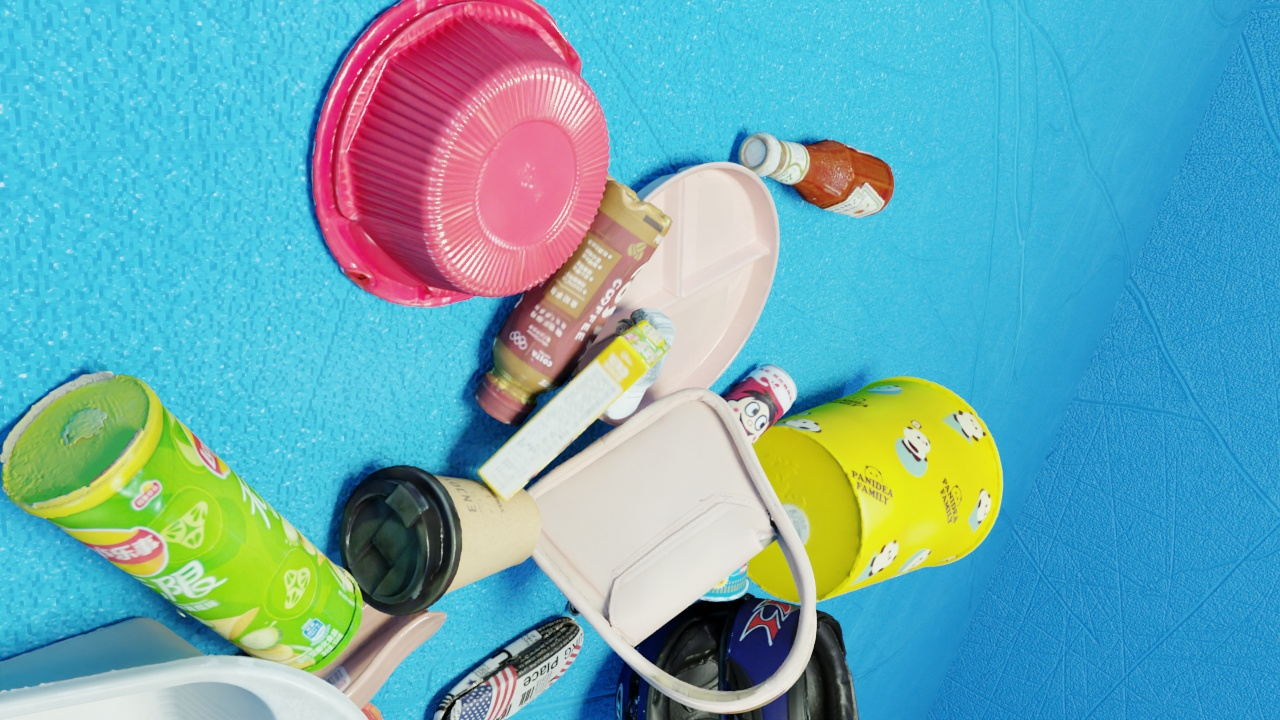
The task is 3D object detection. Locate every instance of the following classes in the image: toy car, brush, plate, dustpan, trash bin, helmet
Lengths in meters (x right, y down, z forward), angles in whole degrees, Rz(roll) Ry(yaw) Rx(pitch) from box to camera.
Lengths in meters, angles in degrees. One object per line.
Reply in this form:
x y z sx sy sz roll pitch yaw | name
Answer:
-0.004 0.004 0.690 0.042 0.034 0.091 2 117 -54 | toy car
-0.198 0.195 0.593 0.145 0.073 0.063 -36 139 -35 | brush
0.027 -0.051 0.735 0.228 0.028 0.230 -30 136 -33 | plate
-0.268 0.246 0.447 0.257 0.143 0.223 -24 121 -48 | dustpan
0.234 0.143 1.011 0.254 0.230 0.230 -7 121 -45 | trash bin
0.090 0.368 0.954 0.315 0.241 0.247 37 46 -64 | helmet

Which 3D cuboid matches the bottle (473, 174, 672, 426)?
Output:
-0.049 -0.036 0.613 0.175 0.057 0.057 -56 148 10 | bottle

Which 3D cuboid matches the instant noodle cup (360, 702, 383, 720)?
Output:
-0.211 0.329 0.647 0.137 0.109 0.138 -33 138 -36 | instant noodle cup

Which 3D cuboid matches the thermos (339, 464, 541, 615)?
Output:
-0.129 0.115 0.615 0.143 0.093 0.093 9 107 -63 | thermos

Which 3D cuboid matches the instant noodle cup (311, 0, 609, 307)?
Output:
-0.083 -0.108 0.518 0.193 0.066 0.194 -33 138 -36 | instant noodle cup

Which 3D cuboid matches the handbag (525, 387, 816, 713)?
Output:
0.035 0.156 0.705 0.193 0.234 0.093 -36 162 -4 | handbag

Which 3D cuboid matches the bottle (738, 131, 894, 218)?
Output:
0.155 -0.164 0.801 0.205 0.060 0.060 -1 116 -50 | bottle

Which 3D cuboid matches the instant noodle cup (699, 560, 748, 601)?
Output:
0.072 0.169 0.927 0.099 0.099 0.110 -9 113 -51 | instant noodle cup

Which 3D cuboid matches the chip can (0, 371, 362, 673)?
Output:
-0.223 0.098 0.482 0.072 0.072 0.221 -46 145 -20 | chip can

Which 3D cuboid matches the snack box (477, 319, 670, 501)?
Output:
-0.044 0.033 0.636 0.141 0.034 0.086 -45 179 14 | snack box

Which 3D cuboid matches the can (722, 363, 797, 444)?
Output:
0.095 0.060 0.898 0.132 0.053 0.053 -39 142 -29 | can

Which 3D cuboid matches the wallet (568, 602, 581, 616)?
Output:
-0.016 0.189 0.886 0.097 0.019 0.121 13 103 -58 | wallet

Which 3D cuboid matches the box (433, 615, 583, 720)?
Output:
-0.114 0.279 0.807 0.163 0.051 0.068 -23 122 -45 | box
